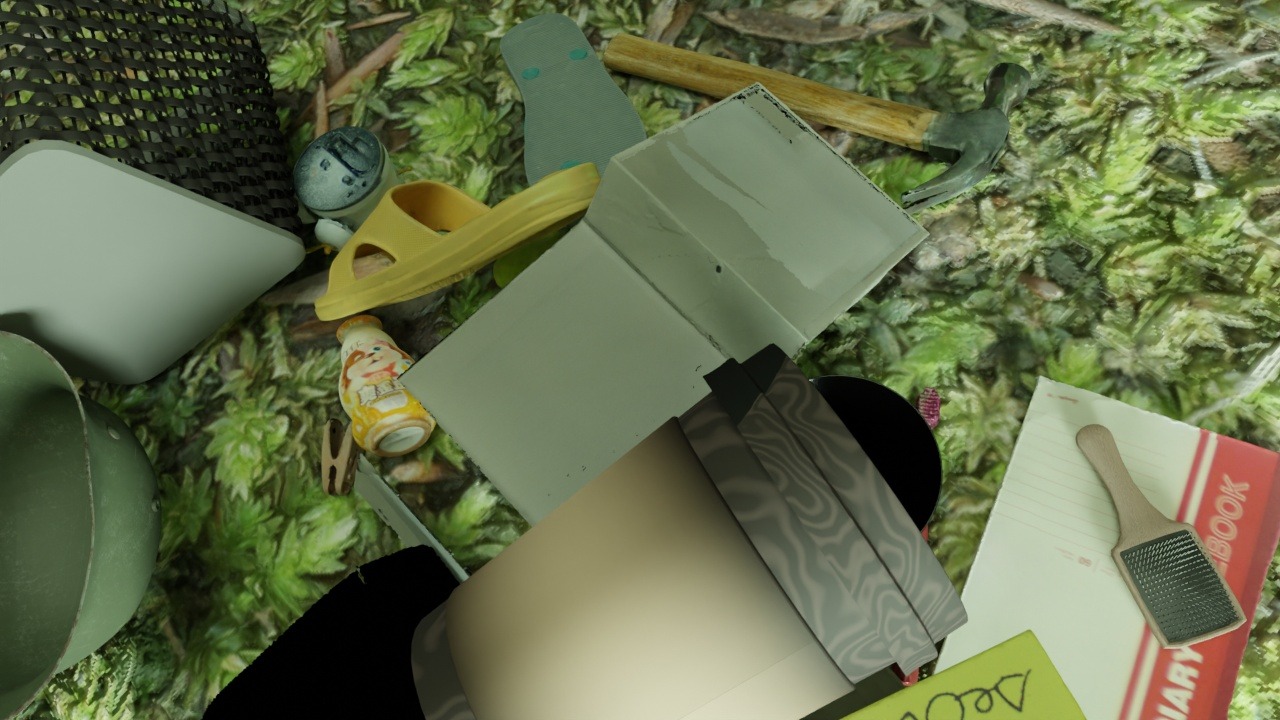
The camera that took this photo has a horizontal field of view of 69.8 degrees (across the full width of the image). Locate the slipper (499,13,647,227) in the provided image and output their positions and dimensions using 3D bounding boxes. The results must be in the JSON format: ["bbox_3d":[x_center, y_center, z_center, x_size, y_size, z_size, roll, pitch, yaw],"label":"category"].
[{"bbox_3d":[-0.052,-0.198,0.757,0.098,0.055,0.268,-19,53,3],"label":"slipper"}]

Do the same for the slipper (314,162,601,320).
[{"bbox_3d":[-0.146,-0.095,0.660,0.264,0.099,0.078,-19,99,28],"label":"slipper"}]

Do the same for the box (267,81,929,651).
[{"bbox_3d":[-0.006,-0.014,0.559,0.417,0.108,0.166,-40,78,-25],"label":"box"}]

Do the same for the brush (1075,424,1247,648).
[{"bbox_3d":[0.297,0.097,0.539,0.050,0.015,0.135,-21,65,4],"label":"brush"}]

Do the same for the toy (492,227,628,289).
[{"bbox_3d":[-0.050,-0.067,0.698,0.118,0.043,0.092,-26,67,1],"label":"toy"}]

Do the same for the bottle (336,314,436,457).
[{"bbox_3d":[-0.196,0.017,0.690,0.063,0.063,0.109,-31,61,0],"label":"bottle"}]

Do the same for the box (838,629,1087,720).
[{"bbox_3d":[0.113,0.229,0.428,0.221,0.079,0.124,-25,63,5],"label":"box"}]

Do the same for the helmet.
[{"bbox_3d":[-0.442,0.117,0.656,0.227,0.154,0.267,-9,82,6],"label":"helmet"}]

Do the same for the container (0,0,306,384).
[{"bbox_3d":[-0.436,-0.154,0.705,0.248,0.245,0.243,-32,67,17],"label":"container"}]

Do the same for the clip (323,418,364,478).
[{"bbox_3d":[-0.219,0.072,0.696,0.045,0.025,0.061,-7,73,13],"label":"clip"}]

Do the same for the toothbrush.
[{"bbox_3d":[0.175,0.107,0.580,0.016,0.016,0.189,6,69,16],"label":"toothbrush"}]

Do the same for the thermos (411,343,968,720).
[{"bbox_3d":[0.017,0.121,0.458,0.226,0.173,0.172,-34,64,3],"label":"thermos"}]

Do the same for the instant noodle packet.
[{"bbox_3d":[-0.183,0.248,0.568,0.222,0.084,0.163,-41,79,13],"label":"instant noodle packet"}]

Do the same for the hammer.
[{"bbox_3d":[0.117,-0.207,0.721,0.331,0.033,0.132,22,76,23],"label":"hammer"}]

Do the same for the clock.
[{"bbox_3d":[-0.254,-0.140,0.775,0.083,0.057,0.117,41,82,25],"label":"clock"}]

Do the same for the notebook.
[{"bbox_3d":[0.282,0.125,0.547,0.153,0.012,0.208,20,74,21],"label":"notebook"}]

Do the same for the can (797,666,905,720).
[{"bbox_3d":[0.097,0.223,0.519,0.128,0.073,0.127,-5,66,12],"label":"can"}]

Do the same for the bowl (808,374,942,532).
[{"bbox_3d":[0.126,0.076,0.585,0.124,0.052,0.124,-5,66,12],"label":"bowl"}]
